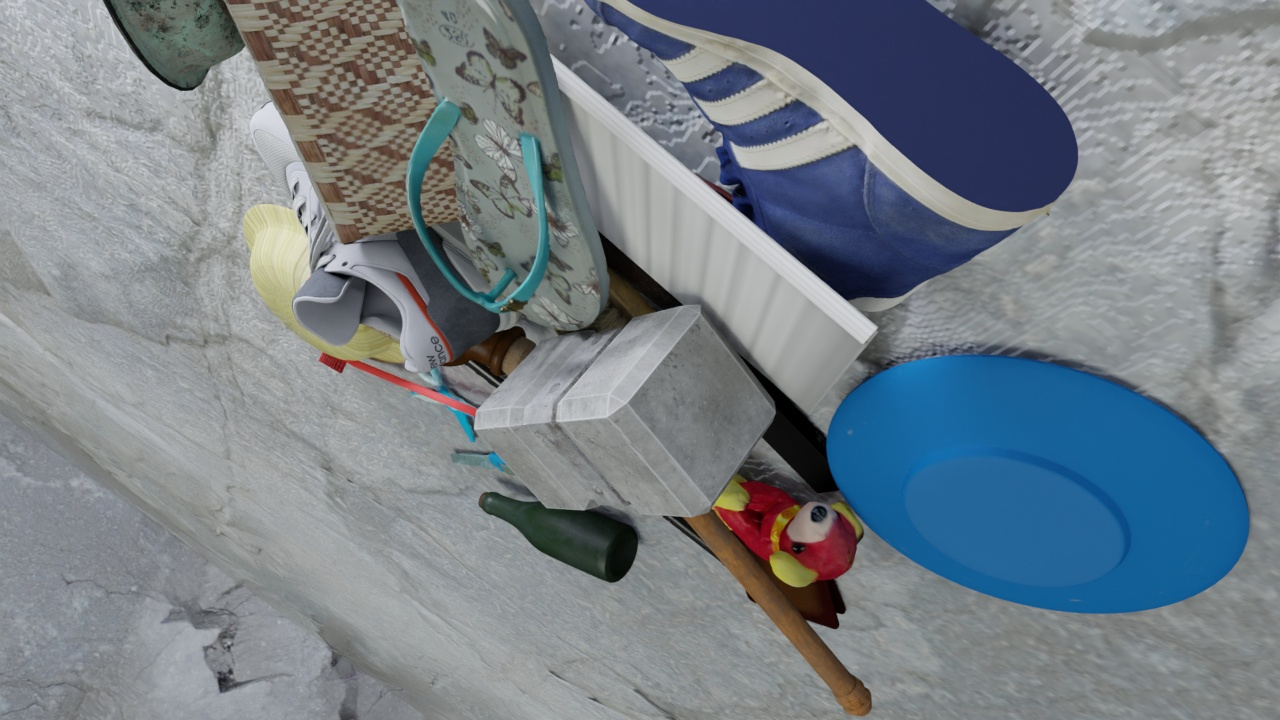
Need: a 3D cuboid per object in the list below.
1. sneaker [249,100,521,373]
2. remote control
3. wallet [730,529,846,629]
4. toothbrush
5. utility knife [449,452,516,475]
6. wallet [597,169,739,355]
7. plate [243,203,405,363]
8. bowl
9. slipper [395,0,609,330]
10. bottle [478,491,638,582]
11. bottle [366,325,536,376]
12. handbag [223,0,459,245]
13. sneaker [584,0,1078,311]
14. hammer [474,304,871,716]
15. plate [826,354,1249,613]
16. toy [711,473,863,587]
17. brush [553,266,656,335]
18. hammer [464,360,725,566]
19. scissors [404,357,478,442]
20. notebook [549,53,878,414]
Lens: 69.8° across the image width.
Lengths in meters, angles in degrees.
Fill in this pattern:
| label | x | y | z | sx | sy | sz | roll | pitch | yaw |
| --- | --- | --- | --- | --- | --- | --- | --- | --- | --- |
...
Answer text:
| label | x | y | z | sx | sy | sz | roll | pitch | yaw |
| --- | --- | --- | --- | --- | --- | --- | --- | --- | --- |
| sneaker | -0.185 | -0.075 | 0.597 | 0.240 | 0.124 | 0.089 | 30 | 148 | 8 |
| remote control | 0.084 | 0.033 | 0.597 | 0.150 | 0.013 | 0.035 | 45 | 147 | -17 |
| wallet | 0.116 | 0.169 | 0.745 | 0.092 | 0.018 | 0.116 | 9 | 138 | 36 |
| toothbrush | -0.224 | 0.024 | 0.843 | 0.213 | 0.018 | 0.012 | 18 | 171 | 30 |
| utility knife | -0.115 | 0.101 | 0.871 | 0.222 | 0.015 | 0.031 | 0 | 130 | 44 |
| wallet | 0.023 | -0.064 | 0.513 | 0.120 | 0.031 | 0.100 | 37 | 150 | 8 |
| plate | -0.284 | -0.051 | 0.803 | 0.184 | 0.036 | 0.185 | 24 | 147 | 17 |
| bowl | -0.228 | -0.218 | 0.458 | 0.038 | 0.157 | 0.158 | -7 | 142 | -3 |
| slipper | -0.068 | -0.074 | 0.449 | 0.098 | 0.054 | 0.269 | 29 | 156 | 14 |
| bottle | -0.087 | 0.160 | 0.885 | 0.174 | 0.055 | 0.055 | 15 | 143 | 31 |
| bottle | -0.148 | -0.035 | 0.670 | 0.157 | 0.067 | 0.068 | 28 | 148 | 11 |
| handbag | -0.133 | -0.147 | 0.489 | 0.124 | 0.047 | 0.186 | -9 | 138 | 1 |
| sneaker | 0.048 | -0.110 | 0.384 | 0.233 | 0.091 | 0.119 | 33 | 159 | 4 |
| hammer | 0.056 | 0.118 | 0.562 | 0.317 | 0.082 | 0.163 | 51 | 150 | -19 |
| plate | 0.212 | 0.085 | 0.523 | 0.224 | 0.024 | 0.225 | 21 | 144 | 16 |
| toy | 0.096 | 0.119 | 0.652 | 0.105 | 0.067 | 0.137 | 41 | 164 | -35 |
| brush | -0.004 | 0.004 | 0.609 | 0.059 | 0.043 | 0.195 | -4 | 130 | 46 |
| hammer | -0.046 | 0.071 | 0.768 | 0.325 | 0.015 | 0.095 | 39 | 147 | -7 |
| scissors | -0.164 | 0.038 | 0.834 | 0.140 | 0.011 | 0.134 | 17 | 144 | 24 |
| notebook | 0.014 | -0.060 | 0.439 | 0.210 | 0.009 | 0.143 | 42 | 170 | 11 |
